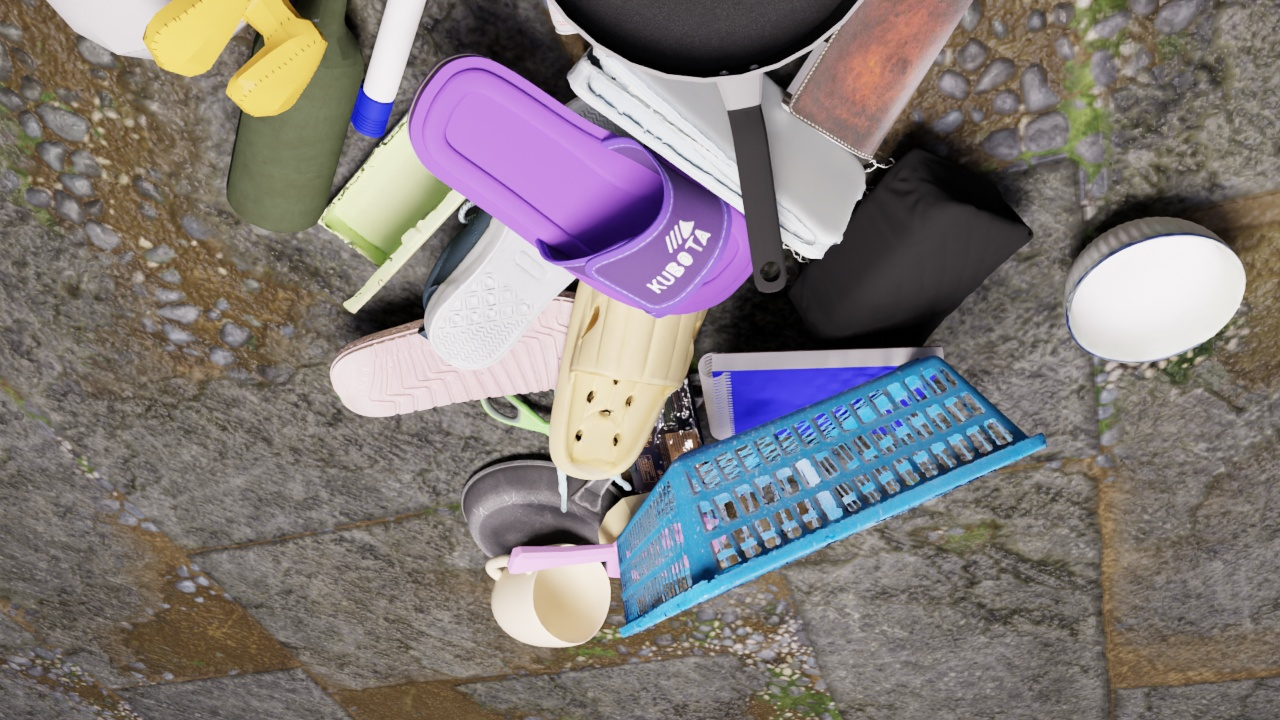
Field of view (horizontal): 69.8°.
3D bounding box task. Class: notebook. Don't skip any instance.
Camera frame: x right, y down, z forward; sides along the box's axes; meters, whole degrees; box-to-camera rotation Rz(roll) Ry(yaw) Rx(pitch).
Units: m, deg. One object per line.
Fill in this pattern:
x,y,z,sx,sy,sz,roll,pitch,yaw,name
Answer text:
0.138,0.031,0.749,0.172,0.022,0.209,-2,162,7,notebook

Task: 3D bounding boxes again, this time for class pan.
-0.048,0.124,0.911,0.187,0.055,0.358,31,132,-20,pan
0.049,-0.211,0.528,0.225,0.034,0.357,-11,110,1,pan

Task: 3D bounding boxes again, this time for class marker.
-0.174,-0.217,0.636,0.027,0.023,0.133,36,129,4,marker

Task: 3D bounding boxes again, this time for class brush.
-0.023,0.172,0.884,0.228,0.043,0.089,1,132,-29,brush

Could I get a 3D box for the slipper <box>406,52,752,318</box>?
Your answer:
-0.022,-0.100,0.600,0.266,0.084,0.107,28,101,-28,slipper

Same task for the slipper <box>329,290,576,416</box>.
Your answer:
-0.142,-0.016,0.782,0.239,0.064,0.094,-13,126,0,slipper

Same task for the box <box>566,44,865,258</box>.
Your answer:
0.045,-0.142,0.616,0.215,0.122,0.083,40,149,-12,box

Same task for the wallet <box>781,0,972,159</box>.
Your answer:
0.153,-0.199,0.588,0.072,0.019,0.123,25,110,-19,wallet

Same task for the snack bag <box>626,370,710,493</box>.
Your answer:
0.014,0.047,0.818,0.075,0.018,0.155,-8,111,16,snack bag

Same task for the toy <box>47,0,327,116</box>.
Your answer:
-0.298,-0.266,0.530,0.247,0.141,0.267,-44,81,6,toy

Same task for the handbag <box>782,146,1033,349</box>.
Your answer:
0.194,-0.083,0.686,0.125,0.114,0.154,8,133,-33,handbag

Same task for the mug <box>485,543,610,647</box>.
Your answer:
-0.105,0.230,0.917,0.120,0.096,0.100,42,143,-24,mug

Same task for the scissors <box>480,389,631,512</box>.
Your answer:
-0.072,0.063,0.847,0.171,0.024,0.160,35,112,-5,scissors

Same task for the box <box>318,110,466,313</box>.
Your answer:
-0.174,-0.132,0.683,0.188,0.091,0.083,-38,101,29,box

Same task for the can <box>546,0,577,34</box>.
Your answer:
-0.052,-0.257,0.579,0.032,0.032,0.095,-7,130,13,can

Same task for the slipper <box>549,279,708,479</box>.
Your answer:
-0.004,0.004,0.739,0.111,0.079,0.262,6,121,-23,slipper

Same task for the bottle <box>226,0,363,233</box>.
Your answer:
-0.236,-0.186,0.638,0.071,0.071,0.207,23,130,-13,bottle

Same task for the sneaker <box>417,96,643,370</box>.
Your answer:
-0.087,-0.098,0.684,0.089,0.087,0.236,34,99,-32,sneaker

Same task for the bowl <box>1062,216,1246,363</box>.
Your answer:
0.372,-0.061,0.683,0.118,0.062,0.118,4,132,4,bowl

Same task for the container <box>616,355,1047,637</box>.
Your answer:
0.104,0.115,0.714,0.256,0.089,0.363,-20,164,-15,container
